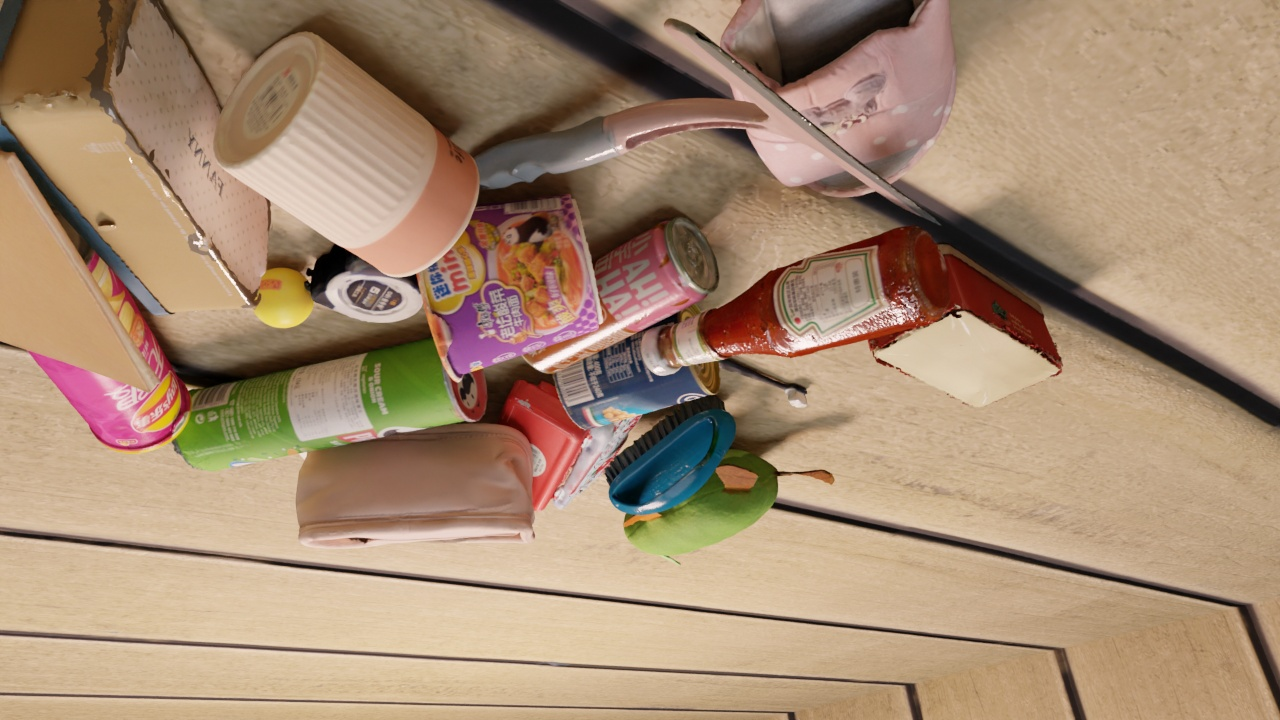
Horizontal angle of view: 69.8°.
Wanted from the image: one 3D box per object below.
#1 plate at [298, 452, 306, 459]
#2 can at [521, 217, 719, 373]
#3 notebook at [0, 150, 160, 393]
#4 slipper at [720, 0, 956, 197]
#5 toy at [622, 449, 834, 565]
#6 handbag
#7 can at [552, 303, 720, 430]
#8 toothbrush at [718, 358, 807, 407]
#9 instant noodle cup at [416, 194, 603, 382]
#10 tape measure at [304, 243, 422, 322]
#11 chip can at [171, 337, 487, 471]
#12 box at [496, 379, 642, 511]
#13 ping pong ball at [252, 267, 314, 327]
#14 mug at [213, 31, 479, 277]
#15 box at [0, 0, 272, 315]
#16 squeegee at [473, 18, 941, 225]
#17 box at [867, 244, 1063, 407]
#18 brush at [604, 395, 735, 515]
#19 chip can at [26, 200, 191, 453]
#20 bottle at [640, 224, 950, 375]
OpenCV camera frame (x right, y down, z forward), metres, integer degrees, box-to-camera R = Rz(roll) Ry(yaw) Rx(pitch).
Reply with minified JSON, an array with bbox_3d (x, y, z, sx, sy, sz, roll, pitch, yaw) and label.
[{"bbox_3d":[-0.220,0.081,0.833,0.163,0.034,0.164,-3,148,2],"label":"plate"},{"bbox_3d":[-0.021,-0.042,0.631,0.148,0.057,0.058,-26,146,31],"label":"can"},{"bbox_3d":[-0.356,-0.063,0.459,0.211,0.012,0.150,16,141,15],"label":"notebook"},{"bbox_3d":[0.097,-0.156,0.448,0.114,0.054,0.274,-15,151,14],"label":"slipper"},{"bbox_3d":[0.069,0.149,0.962,0.226,0.090,0.248,1,155,-44],"label":"toy"},{"bbox_3d":[-0.180,0.136,0.829,0.193,0.093,0.234,-3,157,4],"label":"handbag"},{"bbox_3d":[-0.004,0.004,0.701,0.111,0.075,0.075,-17,150,20],"label":"can"},{"bbox_3d":[0.087,0.011,0.794,0.181,0.018,0.016,22,144,-38],"label":"toothbrush"},{"bbox_3d":[-0.078,-0.050,0.562,0.099,0.111,0.112,-12,152,-4],"label":"instant noodle cup"},{"bbox_3d":[-0.176,-0.054,0.606,0.066,0.033,0.066,-25,144,34],"label":"tape measure"},{"bbox_3d":[-0.242,0.033,0.714,0.236,0.072,0.072,-12,151,11],"label":"chip can"},{"bbox_3d":[-0.066,0.067,0.843,0.119,0.098,0.202,30,147,1],"label":"box"},{"bbox_3d":[-0.238,-0.042,0.609,0.040,0.040,0.040,-5,151,-3],"label":"ping pong ball"},{"bbox_3d":[-0.160,-0.105,0.481,0.115,0.081,0.106,10,163,38],"label":"mug"},{"bbox_3d":[-0.244,-0.101,0.453,0.060,0.089,0.184,-5,149,0],"label":"box"},{"bbox_3d":[-0.006,-0.112,0.475,0.250,0.040,0.247,2,174,36],"label":"squeegee"},{"bbox_3d":[0.250,-0.014,0.715,0.168,0.076,0.092,21,141,-39],"label":"box"},{"bbox_3d":[0.030,0.096,0.844,0.144,0.073,0.055,-40,130,17],"label":"brush"},{"bbox_3d":[-0.362,-0.013,0.606,0.071,0.071,0.211,0,151,-10],"label":"chip can"},{"bbox_3d":[0.086,-0.027,0.571,0.207,0.059,0.059,-17,152,40],"label":"bottle"}]
